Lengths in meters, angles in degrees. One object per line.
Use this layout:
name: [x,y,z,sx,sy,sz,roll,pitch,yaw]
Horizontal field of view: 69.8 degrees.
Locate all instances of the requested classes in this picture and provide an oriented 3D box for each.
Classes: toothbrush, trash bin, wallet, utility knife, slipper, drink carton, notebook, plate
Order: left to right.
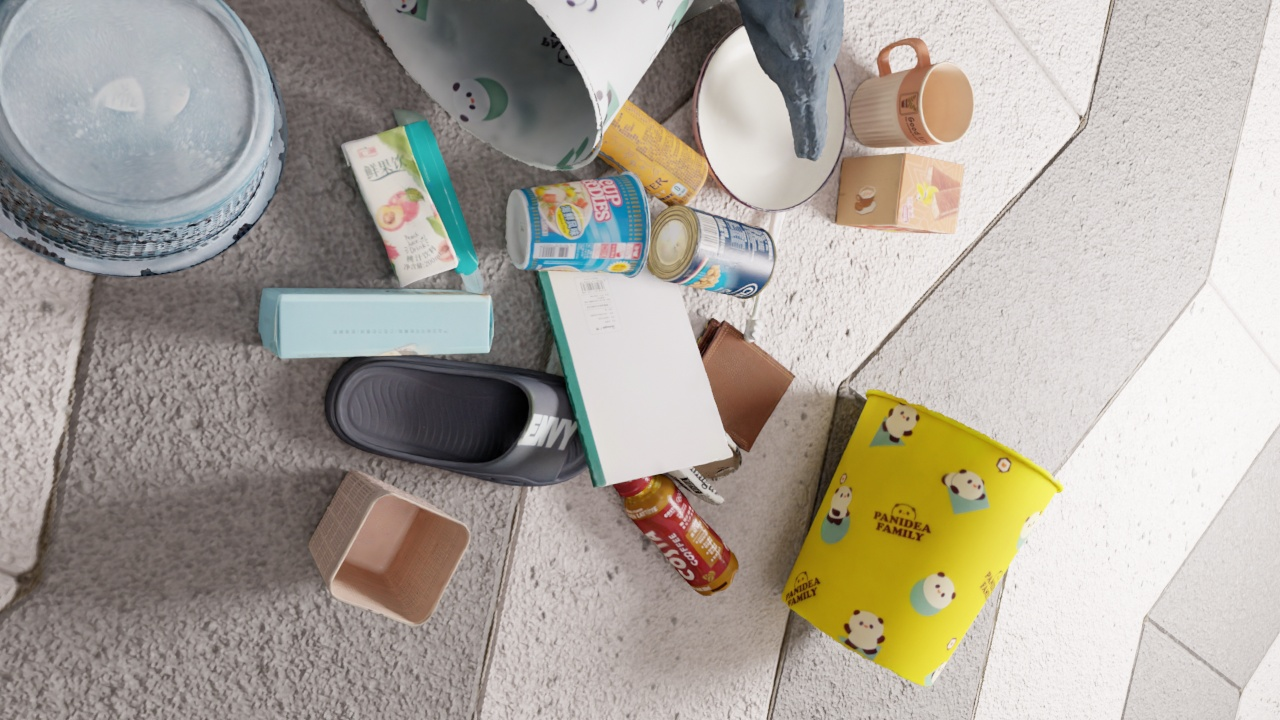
trash bin: [-0.329,-0.163,0.591,0.226,0.195,0.226,-5,100,-31]
drink carton: [-0.199,-0.128,0.761,0.053,0.045,0.122,-24,108,-14]
utility knife: [-0.172,-0.134,0.796,0.029,0.013,0.174,-25,109,-22]
slipper: [-0.136,0.059,0.808,0.267,0.083,0.110,12,93,-30]
trash bin: [-0.056,-0.321,0.722,0.229,0.230,0.251,45,69,-28]
notebook: [-0.005,0.005,0.862,0.150,0.012,0.209,-9,76,-31]
wallet: [0.098,0.028,0.973,0.124,0.032,0.101,35,82,-29]
plate: [0.128,-0.248,0.940,0.192,0.039,0.192,-5,100,-30]
toothbrush: [0.135,-0.105,0.964,0.016,0.016,0.180,22,75,-30]
trash bin: [0.296,0.197,1.012,0.229,0.230,0.255,30,88,-31]

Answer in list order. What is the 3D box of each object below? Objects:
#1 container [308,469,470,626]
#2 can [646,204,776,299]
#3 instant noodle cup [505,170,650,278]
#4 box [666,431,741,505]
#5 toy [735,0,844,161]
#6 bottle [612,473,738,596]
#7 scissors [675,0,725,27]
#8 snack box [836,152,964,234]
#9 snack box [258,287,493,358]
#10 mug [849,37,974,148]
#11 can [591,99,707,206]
container: [-0.212,0.148,0.758,0.090,0.111,0.090,31,81,-31]
can: [0.069,-0.105,0.898,0.111,0.075,0.075,8,93,-40]
instant noodle cup: [-0.060,-0.119,0.823,0.109,0.099,0.099,-6,101,-23]
box: [0.031,0.086,0.912,0.163,0.076,0.086,48,37,-28]
toy: [0.126,-0.302,0.788,0.356,0.091,0.137,37,55,-67]
bottle: [0.033,0.168,0.939,0.057,0.057,0.175,-47,117,-16]
scissors: [0.080,-0.361,0.897,0.165,0.014,0.162,12,69,-3]
snack box: [0.285,-0.182,1.013,0.094,0.093,0.077,2,97,-31]
snack box: [-0.214,-0.032,0.751,0.174,0.074,0.051,-2,98,-30]
mug: [0.287,-0.287,0.990,0.081,0.106,0.114,-29,111,-24]
can: [-0.006,-0.202,0.857,0.146,0.058,0.058,30,82,-30]
